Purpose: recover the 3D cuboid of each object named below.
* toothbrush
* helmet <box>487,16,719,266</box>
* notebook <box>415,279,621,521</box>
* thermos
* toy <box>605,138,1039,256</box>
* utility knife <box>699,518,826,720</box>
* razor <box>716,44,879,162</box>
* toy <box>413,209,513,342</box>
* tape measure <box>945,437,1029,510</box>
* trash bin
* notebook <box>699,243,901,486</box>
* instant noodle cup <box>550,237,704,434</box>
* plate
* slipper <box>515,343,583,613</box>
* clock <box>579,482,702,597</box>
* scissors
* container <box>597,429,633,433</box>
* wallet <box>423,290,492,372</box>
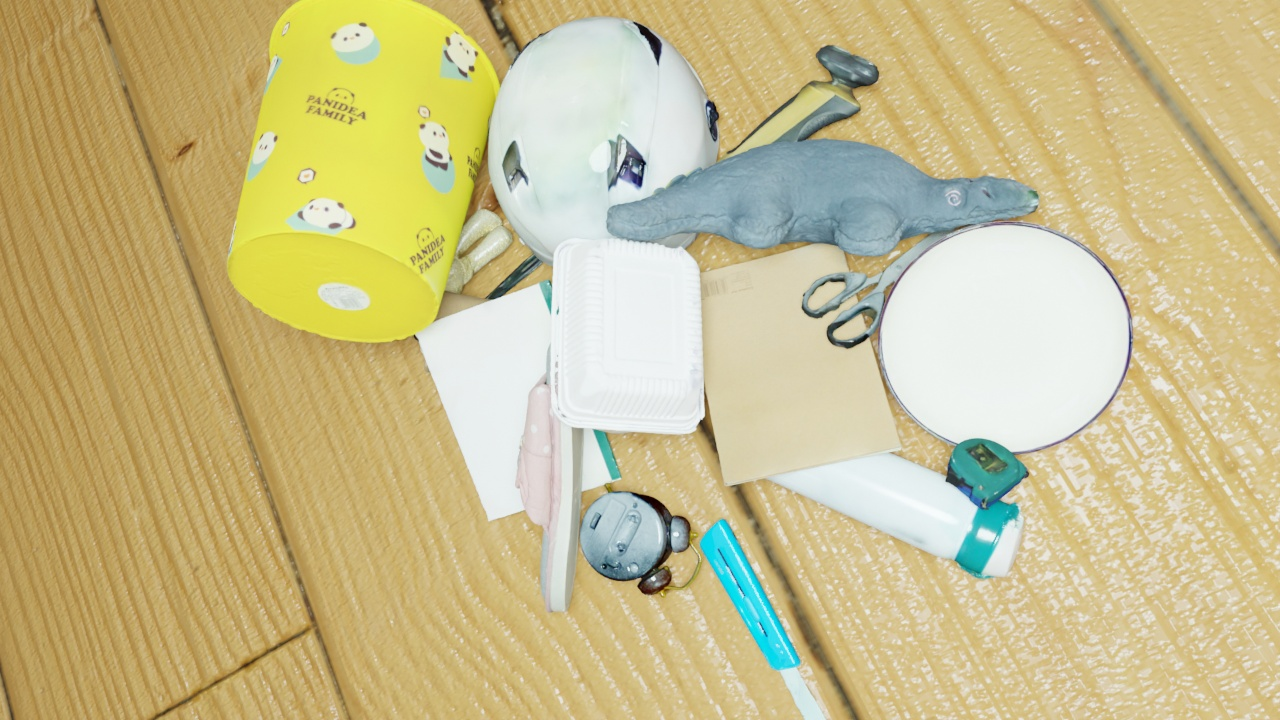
[{"bbox_3d":[-0.165,-0.062,0.974,0.181,0.018,0.015,-38,69,11],"label":"toothbrush"},{"bbox_3d":[-0.047,-0.217,0.863,0.229,0.146,0.258,2,83,14],"label":"helmet"},{"bbox_3d":[-0.121,0.042,0.908,0.150,0.012,0.209,-19,94,13],"label":"notebook"},{"bbox_3d":[0.209,0.114,0.780,0.224,0.073,0.073,23,92,22],"label":"thermos"},{"bbox_3d":[0.151,-0.141,0.798,0.356,0.137,0.091,-1,118,4],"label":"toy"},{"bbox_3d":[0.112,0.239,0.827,0.034,0.018,0.202,-33,74,14],"label":"utility knife"},{"bbox_3d":[0.143,-0.228,0.856,0.168,0.062,0.067,-36,104,19],"label":"razor"},{"bbox_3d":[-0.200,-0.092,0.970,0.105,0.066,0.157,44,92,5],"label":"toy"},{"bbox_3d":[0.275,0.087,0.735,0.058,0.025,0.054,-26,51,-27],"label":"tape measure"},{"bbox_3d":[-0.262,-0.171,0.869,0.230,0.229,0.254,-8,60,20],"label":"trash bin"},{"bbox_3d":[0.127,-0.004,0.808,0.149,0.012,0.211,-13,62,8],"label":"notebook"},{"bbox_3d":[-0.005,-0.029,0.783,0.138,0.060,0.173,5,70,-16],"label":"instant noodle cup"},{"bbox_3d":[0.296,-0.019,0.757,0.193,0.039,0.192,4,103,19],"label":"plate"},{"bbox_3d":[-0.085,0.103,0.851,0.054,0.114,0.274,2,104,3],"label":"slipper"},{"bbox_3d":[0.000,0.170,0.859,0.122,0.055,0.082,28,93,21],"label":"clock"},{"bbox_3d":[0.227,-0.071,0.800,0.173,0.014,0.142,-3,64,13],"label":"scissors"},{"bbox_3d":[-0.005,0.005,0.865,0.090,0.090,0.111,-11,77,19],"label":"container"},{"bbox_3d":[-0.158,-0.019,0.931,0.115,0.033,0.090,10,103,3],"label":"wallet"}]
